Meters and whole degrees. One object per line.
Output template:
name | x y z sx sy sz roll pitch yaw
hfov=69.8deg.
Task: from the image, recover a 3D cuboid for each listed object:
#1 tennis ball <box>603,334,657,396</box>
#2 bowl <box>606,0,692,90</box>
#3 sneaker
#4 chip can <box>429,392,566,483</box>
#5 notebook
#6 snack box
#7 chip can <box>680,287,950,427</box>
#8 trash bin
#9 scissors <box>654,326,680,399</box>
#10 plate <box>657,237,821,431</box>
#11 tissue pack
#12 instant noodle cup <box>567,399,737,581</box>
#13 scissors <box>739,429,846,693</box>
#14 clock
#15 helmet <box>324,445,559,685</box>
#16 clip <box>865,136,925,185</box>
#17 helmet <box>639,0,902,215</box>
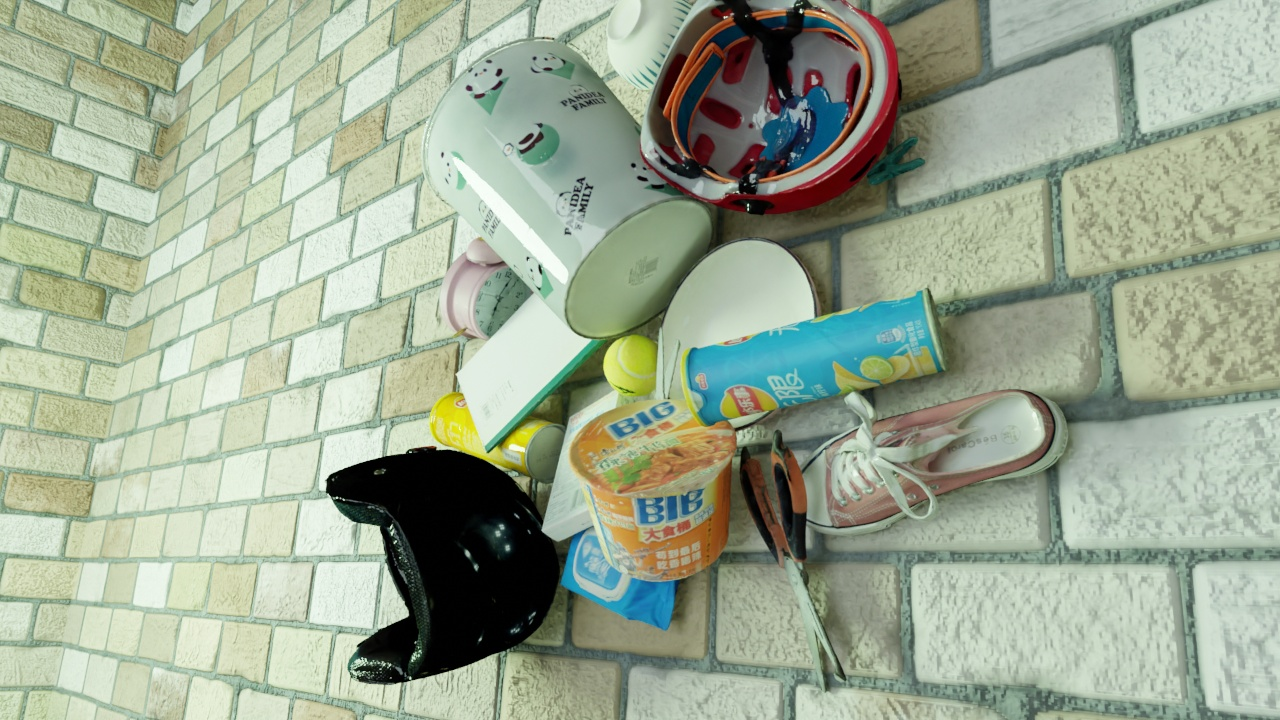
tennis ball | -0.006 0.006 0.965 0.066 0.065 0.065 -17 65 41
bowl | 0.002 -0.387 1.083 0.117 0.066 0.116 -17 65 41
sneaker | 0.199 0.076 0.711 0.242 0.087 0.118 -27 59 43
chip can | -0.171 0.089 1.101 0.214 0.072 0.072 11 85 47
notebook | -0.127 -0.009 1.064 0.209 0.012 0.150 -44 43 12
snack box | -0.054 0.109 0.967 0.085 0.027 0.156 -31 32 35
chip can | 0.142 0.000 0.765 0.211 0.071 0.071 -15 65 22
trash bin | -0.070 -0.171 0.963 0.230 0.229 0.252 -51 60 21
scissors | 0.015 0.045 0.919 0.144 0.012 0.170 -6 97 60
plate | 0.098 -0.022 0.886 0.193 0.039 0.192 -17 66 41
tissue pack | -0.019 0.205 0.923 0.157 0.052 0.095 11 85 47
instant noodle cup | 0.017 0.120 0.836 0.151 0.151 0.111 28 135 47
scissors | 0.127 0.161 0.780 0.189 0.015 0.224 -138 41 -68
clock | -0.181 -0.096 1.144 0.060 0.117 0.158 21 95 37
helmet | -0.216 0.212 1.000 0.275 0.230 0.233 -145 52 -67
clip | 0.227 -0.176 0.823 0.055 0.013 0.037 -27 59 36
helmet | 0.134 -0.225 0.846 0.240 0.143 0.207 20 90 31
